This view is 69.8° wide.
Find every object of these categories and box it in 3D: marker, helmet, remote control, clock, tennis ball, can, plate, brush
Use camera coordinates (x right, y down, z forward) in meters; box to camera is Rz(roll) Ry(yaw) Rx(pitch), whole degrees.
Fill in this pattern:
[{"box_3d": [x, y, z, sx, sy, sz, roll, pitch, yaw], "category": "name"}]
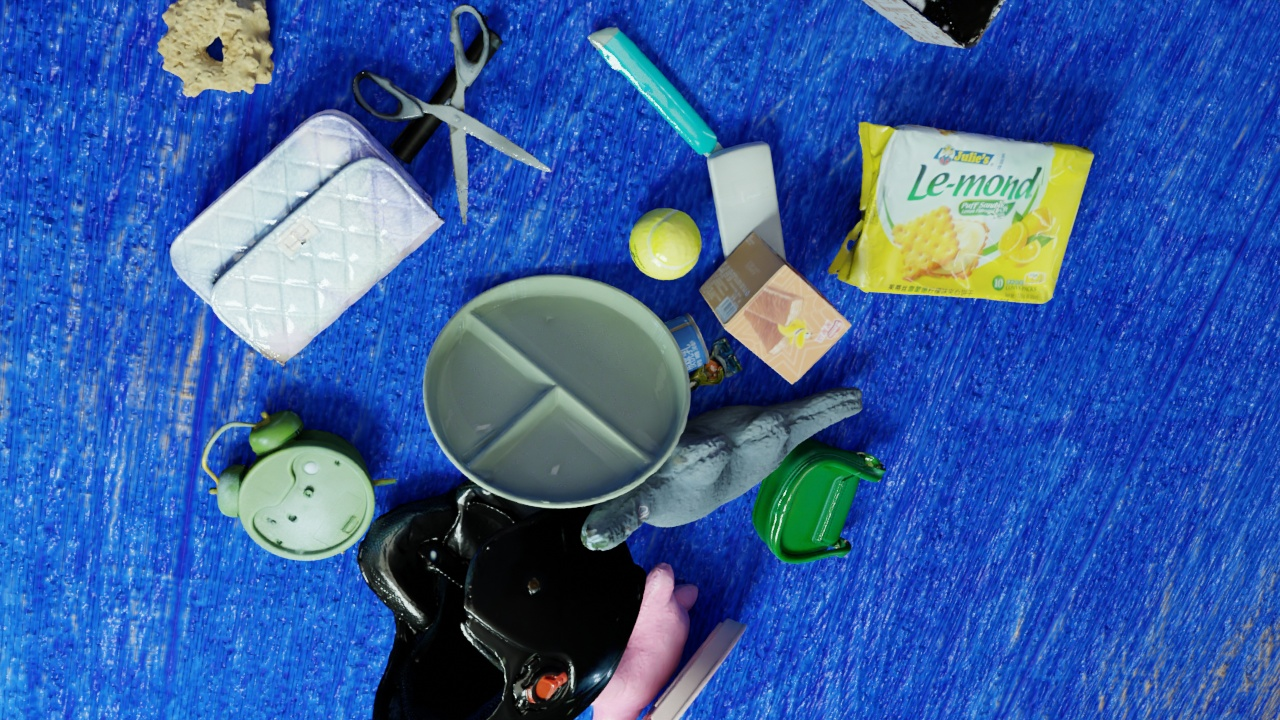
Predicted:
[{"box_3d": [-0.163, -0.222, 0.770, 0.022, 0.020, 0.132, 41, 98, 6], "category": "marker"}, {"box_3d": [-0.122, 0.230, 0.828, 0.230, 0.234, 0.274, 32, 70, -31], "category": "helmet"}, {"box_3d": [0.103, -0.129, 0.866, 0.058, 0.021, 0.150, -15, 118, -4], "category": "remote control"}, {"box_3d": [-0.317, 0.111, 0.836, 0.161, 0.056, 0.116, 34, 98, -23], "category": "clock"}, {"box_3d": [0.023, -0.106, 0.834, 0.065, 0.065, 0.065, -5, 111, -13], "category": "tennis ball"}, {"box_3d": [-0.005, 0.005, 0.876, 0.134, 0.053, 0.053, -24, 114, -5], "category": "can"}, {"box_3d": [0.029, 0.355, 0.947, 0.028, 0.229, 0.230, 39, 98, 14], "category": "plate"}, {"box_3d": [-0.072, 0.024, 0.799, 0.230, 0.230, 0.028, -7, 151, -12], "category": "plate"}, {"box_3d": [-0.300, -0.320, 0.692, 0.083, 0.046, 0.255, 15, 102, -15], "category": "brush"}]

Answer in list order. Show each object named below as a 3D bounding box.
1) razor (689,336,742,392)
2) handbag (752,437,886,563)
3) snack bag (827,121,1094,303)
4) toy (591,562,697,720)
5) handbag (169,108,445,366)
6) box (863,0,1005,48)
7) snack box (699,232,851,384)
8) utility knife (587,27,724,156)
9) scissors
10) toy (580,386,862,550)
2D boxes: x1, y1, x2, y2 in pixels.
[{"box_3d": [0.034, 0.030, 0.913, 0.142, 0.022, 0.043, -30, 112, -1], "category": "razor"}, {"box_3d": [0.188, 0.150, 0.971, 0.120, 0.068, 0.131, 9, 108, -18], "category": "handbag"}, {"box_3d": [0.310, -0.142, 0.892, 0.246, 0.068, 0.158, 3, 110, -15], "category": "snack bag"}, {"box_3d": [0.000, 0.312, 0.957, 0.194, 0.075, 0.178, -59, 152, -17], "category": "toy"}, {"box_3d": [-0.276, -0.102, 0.756, 0.194, 0.075, 0.134, -41, 114, 4], "category": "handbag"}, {"box_3d": [0.210, -0.402, 0.761, 0.262, 0.088, 0.178, 26, 103, -23], "category": "box"}, {"box_3d": [0.122, -0.049, 0.843, 0.094, 0.092, 0.077, 37, 103, -25], "category": "snack box"}, {"box_3d": [0.028, -0.225, 0.819, 0.029, 0.013, 0.193, -45, 115, 8], "category": "utility knife"}, {"box_3d": [-0.149, -0.204, 0.757, 0.177, 0.014, 0.159, 29, 101, -5], "category": "scissors"}, {"box_3d": [0.065, 0.099, 0.874, 0.355, 0.138, 0.091, -22, 89, -37], "category": "toy"}]
